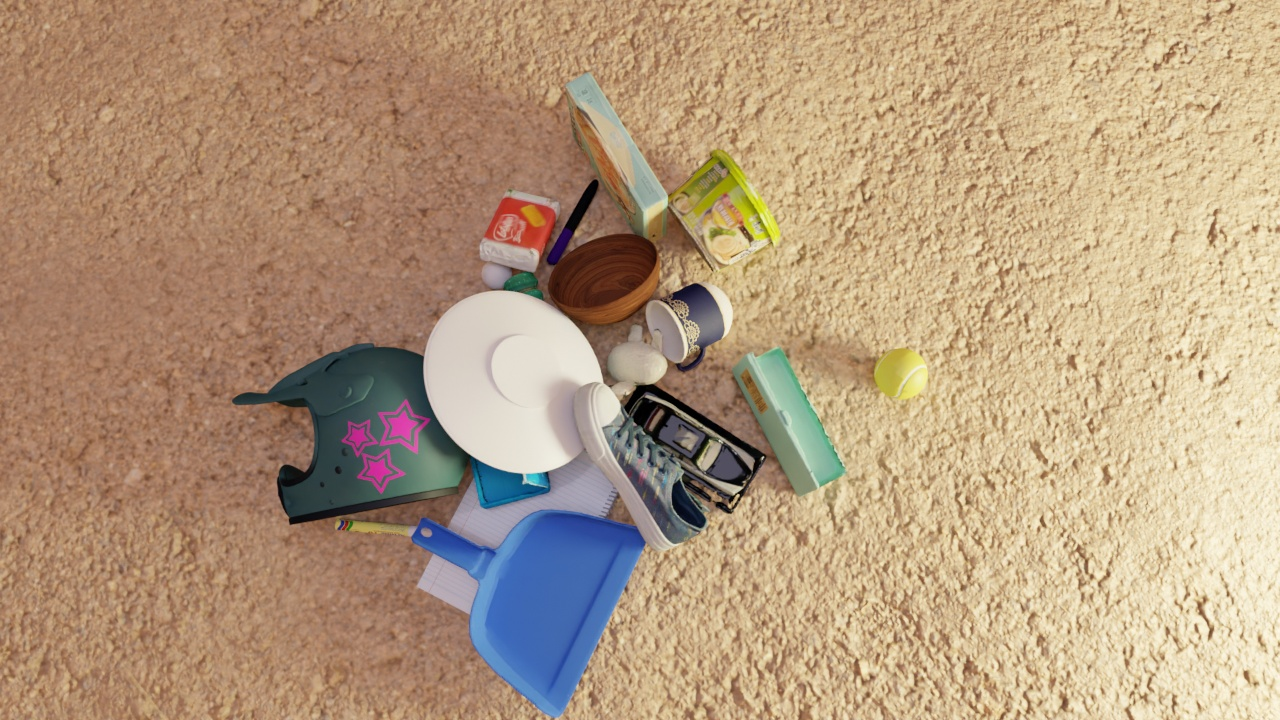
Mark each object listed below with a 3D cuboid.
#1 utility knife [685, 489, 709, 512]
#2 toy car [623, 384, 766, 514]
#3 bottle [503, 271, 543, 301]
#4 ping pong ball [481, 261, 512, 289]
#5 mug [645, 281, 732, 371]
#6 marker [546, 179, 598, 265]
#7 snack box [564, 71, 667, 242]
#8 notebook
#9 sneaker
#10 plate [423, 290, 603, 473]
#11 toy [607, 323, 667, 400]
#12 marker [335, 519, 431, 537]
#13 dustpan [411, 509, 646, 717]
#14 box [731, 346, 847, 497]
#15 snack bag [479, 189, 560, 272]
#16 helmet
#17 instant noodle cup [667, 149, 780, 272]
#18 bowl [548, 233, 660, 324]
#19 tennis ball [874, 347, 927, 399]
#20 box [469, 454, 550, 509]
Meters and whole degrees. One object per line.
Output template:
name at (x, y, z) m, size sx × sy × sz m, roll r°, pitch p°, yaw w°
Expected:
utility knife at (0.014, 0.145, 1.163) m, size 0.172 × 0.029 × 0.020 m, roll 33°, pitch 59°, yaw 6°
toy car at (0.059, 0.105, 1.150) m, size 0.192 × 0.071 × 0.094 m, roll 33°, pitch 82°, yaw 5°
bottle at (-0.114, -0.014, 1.174) m, size 0.068 × 0.068 × 0.209 m, roll -25°, pitch 80°, yaw -5°
ping pong ball at (-0.189, -0.113, 1.207) m, size 0.040 × 0.040 × 0.040 m, roll 0°, pitch 79°, yaw 0°
mug at (0.070, -0.043, 1.176) m, size 0.089 × 0.086 × 0.112 m, roll -26°, pitch 124°, yaw -22°
marker at (-0.089, -0.186, 1.233) m, size 0.015 × 0.018 × 0.133 m, roll 35°, pitch 78°, yaw -36°
snack box at (-0.029, -0.254, 1.182) m, size 0.044 × 0.141 × 0.193 m, roll -31°, pitch 81°, yaw -6°
notebook at (-0.145, 0.213, 1.160) m, size 0.178 × 0.013 × 0.245 m, roll 26°, pitch 80°, yaw 7°
sneaker at (0.006, 0.121, 1.098) m, size 0.079 × 0.087 × 0.235 m, roll -21°, pitch 108°, yaw 29°
plate at (-0.138, 0.017, 1.076) m, size 0.229 × 0.030 × 0.229 m, roll 13°, pitch 63°, yaw -27°
toy at (-0.007, 0.007, 1.170) m, size 0.087 × 0.050 × 0.112 m, roll 8°, pitch 75°, yaw 37°
marker at (-0.318, 0.213, 1.158) m, size 0.132 × 0.014 × 0.014 m, roll 5°, pitch 79°, yaw 1°
dustpan at (-0.158, 0.261, 1.115) m, size 0.258 × 0.059 × 0.245 m, roll 25°, pitch 80°, yaw 9°
box at (0.188, 0.072, 1.144) m, size 0.077 × 0.093 × 0.188 m, roll -25°, pitch 80°, yaw -3°
snack bag at (-0.156, -0.170, 1.198) m, size 0.077 × 0.036 × 0.115 m, roll 14°, pitch 51°, yaw 3°
helmet at (-0.342, 0.081, 1.109) m, size 0.275 × 0.176 × 0.200 m, roll -12°, pitch 84°, yaw 12°
instant noodle cup at (0.101, -0.186, 1.174) m, size 0.098 × 0.146 × 0.146 m, roll -35°, pitch 81°, yaw 5°
bowl at (-0.038, -0.091, 1.179) m, size 0.147 × 0.069 × 0.147 m, roll -13°, pitch 42°, yaw 11°
tennis ball at (0.331, 0.017, 1.167) m, size 0.065 × 0.065 × 0.065 m, roll 0°, pitch 79°, yaw 0°
box at (-0.185, 0.050, 1.132) m, size 0.094 × 0.115 × 0.243 m, roll -15°, pitch 76°, yaw -1°
